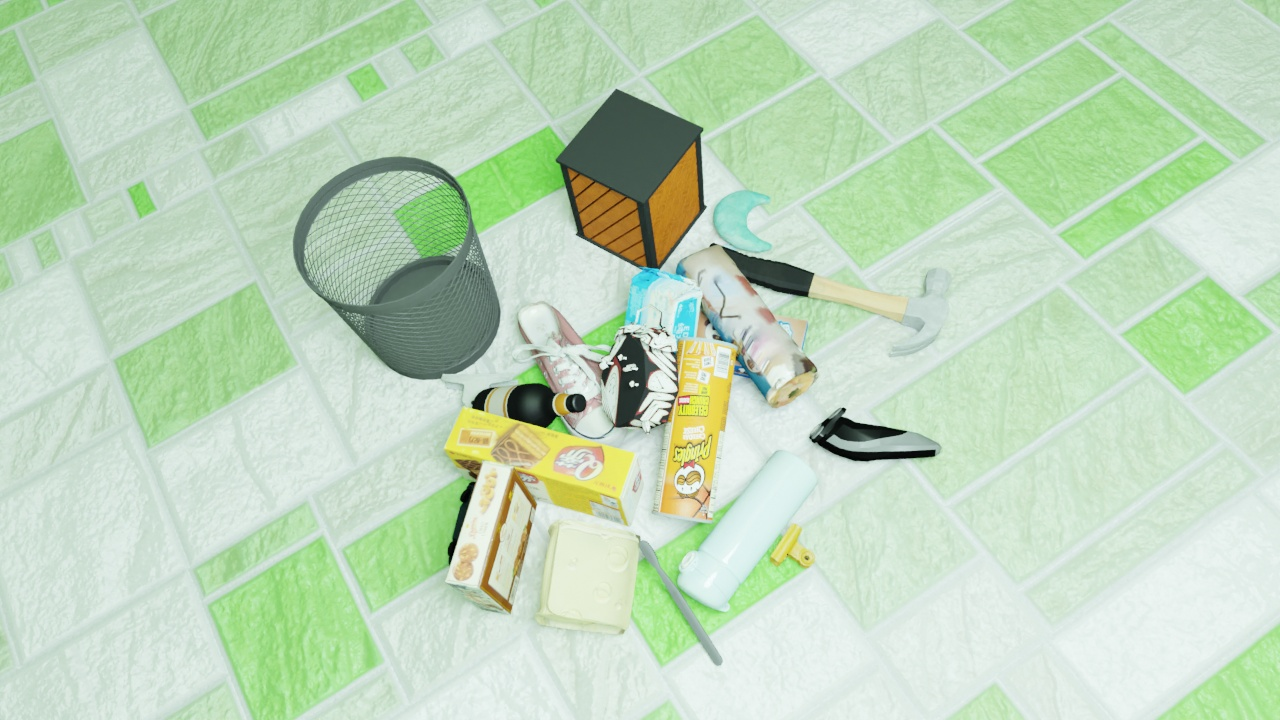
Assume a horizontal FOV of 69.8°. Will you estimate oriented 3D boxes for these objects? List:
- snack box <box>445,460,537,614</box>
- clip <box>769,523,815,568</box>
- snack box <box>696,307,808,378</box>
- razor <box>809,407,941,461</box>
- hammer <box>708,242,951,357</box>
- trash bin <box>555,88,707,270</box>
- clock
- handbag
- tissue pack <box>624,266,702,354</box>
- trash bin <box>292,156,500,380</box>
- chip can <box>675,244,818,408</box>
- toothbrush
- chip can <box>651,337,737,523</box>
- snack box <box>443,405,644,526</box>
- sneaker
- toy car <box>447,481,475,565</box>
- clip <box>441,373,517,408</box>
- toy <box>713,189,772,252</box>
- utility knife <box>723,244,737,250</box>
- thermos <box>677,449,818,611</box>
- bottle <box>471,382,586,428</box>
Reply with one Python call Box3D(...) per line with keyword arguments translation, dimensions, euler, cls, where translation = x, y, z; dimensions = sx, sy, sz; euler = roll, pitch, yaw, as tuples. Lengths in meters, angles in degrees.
Box3D(translation=(-0.169, 0.210, 1.073), dimensions=(0.041, 0.147, 0.143), euler=(8, 65, 11), cls="snack box")
Box3D(translation=(0.184, 0.228, 1.098), dimensions=(0.049, 0.045, 0.054), euler=(45, 69, -21), cls="clip")
Box3D(translation=(0.140, -0.023, 1.220), dimensions=(0.151, 0.034, 0.087), euler=(12, 66, 11), cls="snack box")
Box3D(translation=(0.290, 0.100, 1.132), dimensions=(0.156, 0.057, 0.060), euler=(16, 94, 5), cls="razor")
Box3D(translation=(0.246, -0.097, 1.238), dimensions=(0.328, 0.039, 0.131), euler=(16, 68, 12), cls="hammer")
Box3D(translation=(-0.006, -0.243, 1.269), dimensions=(0.140, 0.172, 0.139), euler=(30, 70, 19), cls="trash bin")
Box3D(translation=(-0.006, 0.007, 1.117), dimensions=(0.065, 0.115, 0.154), euler=(8, 92, -30), cls="clock")
Box3D(translation=(-0.061, 0.253, 1.078), dimensions=(0.111, 0.081, 0.119), euler=(9, 61, -5), cls="handbag")
Box3D(translation=(0.029, -0.046, 1.186), dimensions=(0.061, 0.144, 0.093), euler=(-9, 23, -43), cls="tissue pack")
Box3D(translation=(-0.301, -0.107, 1.202), dimensions=(0.218, 0.228, 0.217), euler=(-3, 63, 5), cls="trash bin")
Box3D(translation=(0.132, -0.050, 1.170), dimensions=(0.079, 0.080, 0.229), euler=(-29, 64, -9), cls="chip can")
Box3D(translation=(0.047, 0.281, 1.068), dimensions=(0.013, 0.013, 0.167), euler=(-35, 78, 7), cls="toothbrush")
Box3D(translation=(0.066, 0.084, 1.114), dimensions=(0.075, 0.075, 0.215), euler=(8, 83, 10), cls="chip can")
Box3D(translation=(-0.116, 0.131, 1.127), dimensions=(0.230, 0.110, 0.061), euler=(14, 65, 13), cls="snack box")
Box3D(translation=(-0.093, 0.008, 1.198), dimensions=(0.118, 0.088, 0.241), euler=(-30, 66, -9), cls="sneaker")
Box3D(translation=(-0.208, 0.207, 1.142), dimensions=(0.046, 0.034, 0.112), euler=(7, 68, 11), cls="toy car")
Box3D(translation=(-0.218, 0.048, 1.239), dimensions=(0.102, 0.050, 0.058), euler=(-1, 70, 7), cls="clip")
Box3D(translation=(0.146, -0.199, 1.311), dimensions=(0.085, 0.033, 0.105), euler=(4, 62, -4), cls="toy")
Box3D(translation=(0.069, -0.108, 1.280), dimensions=(0.178, 0.017, 0.030), euler=(-42, 71, -14), cls="utility knife")
Box3D(translation=(0.126, 0.202, 1.089), dimensions=(0.078, 0.065, 0.206), euler=(47, 72, -17), cls="thermos")
Box3D(translation=(-0.135, 0.058, 1.141), dimensions=(0.182, 0.059, 0.059), euler=(-7, 55, 45), cls="bottle")
